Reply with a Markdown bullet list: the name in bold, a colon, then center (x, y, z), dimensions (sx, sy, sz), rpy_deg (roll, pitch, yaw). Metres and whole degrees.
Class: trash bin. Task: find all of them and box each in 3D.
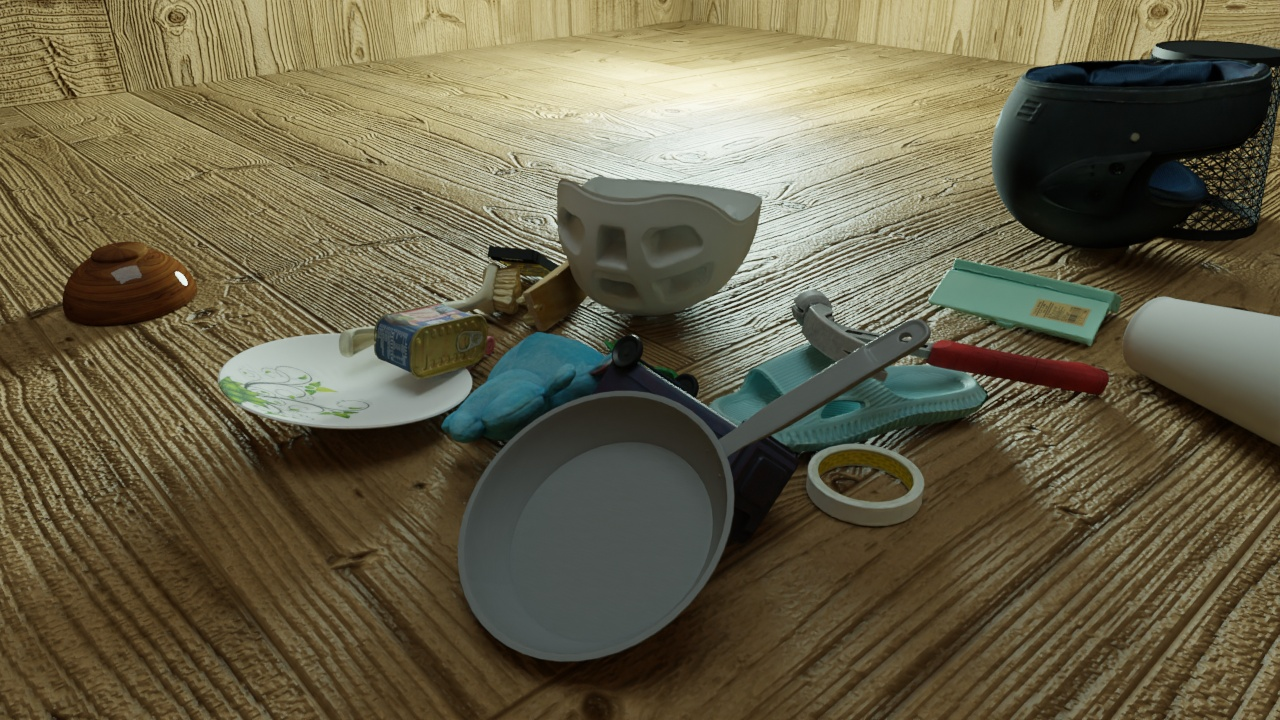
- **trash bin**: center (0.038, 0.062, 0.725), dimensions (0.161, 0.092, 0.093), rpy_deg (33, -1, 42)
- **trash bin**: center (0.808, -0.326, 1.335), dimensions (0.217, 0.244, 0.216), rpy_deg (0, 27, 0)

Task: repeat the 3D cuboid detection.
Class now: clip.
- **clip**: center (-0.183, -0.009, 0.978), dimensions (0.044, 0.023, 0.060), rpy_deg (5, 33, 7)

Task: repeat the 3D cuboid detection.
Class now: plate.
- **plate**: center (-0.278, 0.027, 0.878), dimensions (0.229, 0.030, 0.229), rpy_deg (7, 20, -3)

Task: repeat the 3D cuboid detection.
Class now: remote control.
- **remote control**: center (-0.137, -0.118, 1.122), dimensions (0.058, 0.013, 0.133), rpy_deg (6, -4, 13)

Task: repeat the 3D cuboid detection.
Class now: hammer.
- **hammer**: center (0.305, -0.002, 0.862), dimensions (0.315, 0.036, 0.126), rpy_deg (10, 24, -15)

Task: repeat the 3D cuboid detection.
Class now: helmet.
- **helmet**: center (0.639, -0.270, 1.228), dimensions (0.317, 0.236, 0.248), rpy_deg (6, 29, 26)
- **helmet**: center (0.023, -0.162, 1.090), dimensions (0.224, 0.184, 0.281), rpy_deg (14, 36, 13)

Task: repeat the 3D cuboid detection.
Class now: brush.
- **brush**: center (-0.219, -0.054, 1.000), dimensions (0.077, 0.062, 0.271), rpy_deg (4, 20, 32)
- **brush**: center (-0.103, -0.076, 1.077), dimensions (0.039, 0.049, 0.116), rpy_deg (-11, 20, 32)

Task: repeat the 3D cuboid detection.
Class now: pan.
- **pan**: center (0.038, 0.073, 0.626), dimensions (0.357, 0.051, 0.200), rpy_deg (-28, 48, 3)

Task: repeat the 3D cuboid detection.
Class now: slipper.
- **slipper**: center (0.196, 0.026, 0.848), dimensions (0.276, 0.070, 0.116), rpy_deg (-7, 26, -16)

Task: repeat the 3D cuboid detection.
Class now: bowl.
- **bowl**: center (-0.623, -0.104, 1.111), dimensions (0.147, 0.069, 0.147), rpy_deg (0, 27, 0)

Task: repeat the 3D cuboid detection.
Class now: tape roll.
- **tape roll**: center (0.185, 0.101, 0.758), dimensions (0.094, 0.019, 0.094), rpy_deg (0, 27, 0)

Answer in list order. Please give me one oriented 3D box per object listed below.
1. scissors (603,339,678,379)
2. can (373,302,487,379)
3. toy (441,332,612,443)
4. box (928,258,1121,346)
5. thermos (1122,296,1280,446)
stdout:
- **scissors**: center (-0.014, 0.007, 0.953), dimensions (0.071, 0.014, 0.131), rpy_deg (-15, 32, -27)
- **can**: center (-0.208, -0.022, 0.912), dimensions (0.059, 0.054, 0.099), rpy_deg (19, 23, 33)
- **toy**: center (-0.088, 0.042, 0.784), dimensions (0.184, 0.115, 0.180), rpy_deg (-21, 9, 23)
- **box**: center (0.452, -0.077, 1.078), dimensions (0.187, 0.057, 0.137), rpy_deg (18, 26, 33)
- **thermos**: center (0.560, 0.008, 0.834), dimensions (0.131, 0.132, 0.222), rpy_deg (-10, 21, -18)
